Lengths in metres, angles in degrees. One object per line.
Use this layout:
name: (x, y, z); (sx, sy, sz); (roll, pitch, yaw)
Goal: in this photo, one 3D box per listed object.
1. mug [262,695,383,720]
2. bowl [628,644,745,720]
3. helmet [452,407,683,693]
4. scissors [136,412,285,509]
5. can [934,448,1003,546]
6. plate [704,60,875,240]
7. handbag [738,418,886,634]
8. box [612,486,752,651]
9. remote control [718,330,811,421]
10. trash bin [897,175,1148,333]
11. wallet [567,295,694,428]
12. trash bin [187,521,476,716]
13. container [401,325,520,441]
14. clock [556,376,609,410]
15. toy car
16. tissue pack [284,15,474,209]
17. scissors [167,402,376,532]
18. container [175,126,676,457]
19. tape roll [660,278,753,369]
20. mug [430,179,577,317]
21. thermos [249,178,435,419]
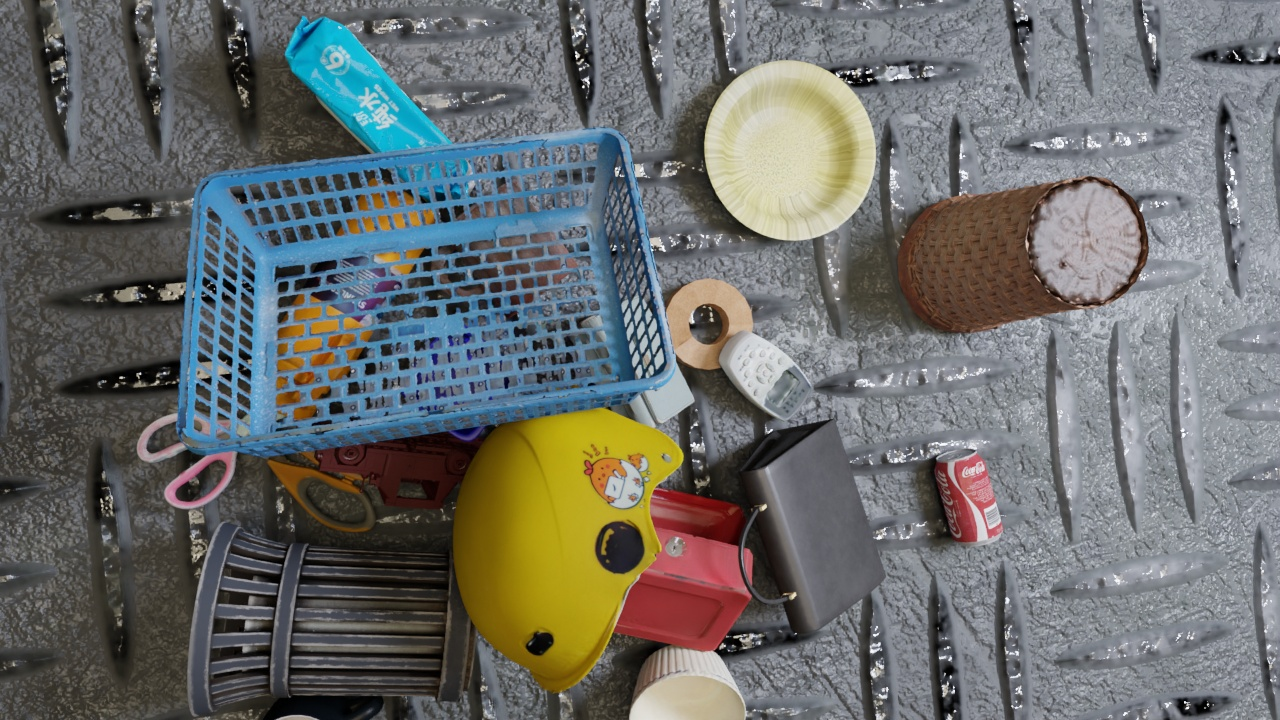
mug: (-0.299, 0.347, 0.861); (0.121, 0.094, 0.085); (-27, 95, -9)
bowl: (0.044, 0.335, 0.924); (0.115, 0.062, 0.115); (-1, 118, -3)
helmet: (-0.088, 0.139, 0.776); (0.139, 0.210, 0.239); (32, 59, -22)
scissors: (-0.391, 0.055, 0.874); (0.178, 0.016, 0.101); (-41, 87, -12)
can: (0.354, 0.148, 0.995); (0.054, 0.054, 0.096); (-17, 93, -10)
plate: (0.153, -0.217, 0.965); (0.184, 0.036, 0.184); (0, 91, -10)
handbag: (0.147, 0.173, 0.891); (0.195, 0.072, 0.176); (-24, 96, -53)
box: (0.019, 0.212, 0.891); (0.157, 0.126, 0.137); (12, 115, -9)
remote control: (0.129, 0.015, 0.949); (0.114, 0.028, 0.060); (42, 85, -30)
trash bin: (0.372, -0.104, 0.917); (0.151, 0.210, 0.151); (0, 90, -9)
wallet: (-0.005, 0.005, 0.908); (0.100, 0.054, 0.131); (-31, 96, -51)
trash bin: (-0.269, 0.237, 0.837); (0.227, 0.164, 0.164); (6, 89, -14)
container: (-0.170, 0.019, 0.871); (0.085, 0.114, 0.084); (40, 84, -8)
clock: (-0.061, 0.078, 0.914); (0.083, 0.057, 0.119); (-27, 116, -3)
toy car: (-0.225, 0.098, 0.867); (0.169, 0.070, 0.062); (10, 105, -29)
tissue pack: (-0.233, -0.220, 0.858); (0.066, 0.117, 0.209); (-44, 97, -1)
scissors: (-0.345, 0.079, 0.892); (0.229, 0.016, 0.114); (30, 85, -7)
container: (-0.171, -0.049, 0.752); (0.362, 0.089, 0.256); (-8, 62, -5)
tape roll: (0.068, -0.037, 0.956); (0.094, 0.027, 0.094); (0, 90, -10)
mug: (-0.138, -0.097, 0.887); (0.122, 0.096, 0.110); (-38, 92, -11)
thermos: (-0.278, -0.055, 0.857); (0.076, 0.091, 0.232); (31, 82, -12)
